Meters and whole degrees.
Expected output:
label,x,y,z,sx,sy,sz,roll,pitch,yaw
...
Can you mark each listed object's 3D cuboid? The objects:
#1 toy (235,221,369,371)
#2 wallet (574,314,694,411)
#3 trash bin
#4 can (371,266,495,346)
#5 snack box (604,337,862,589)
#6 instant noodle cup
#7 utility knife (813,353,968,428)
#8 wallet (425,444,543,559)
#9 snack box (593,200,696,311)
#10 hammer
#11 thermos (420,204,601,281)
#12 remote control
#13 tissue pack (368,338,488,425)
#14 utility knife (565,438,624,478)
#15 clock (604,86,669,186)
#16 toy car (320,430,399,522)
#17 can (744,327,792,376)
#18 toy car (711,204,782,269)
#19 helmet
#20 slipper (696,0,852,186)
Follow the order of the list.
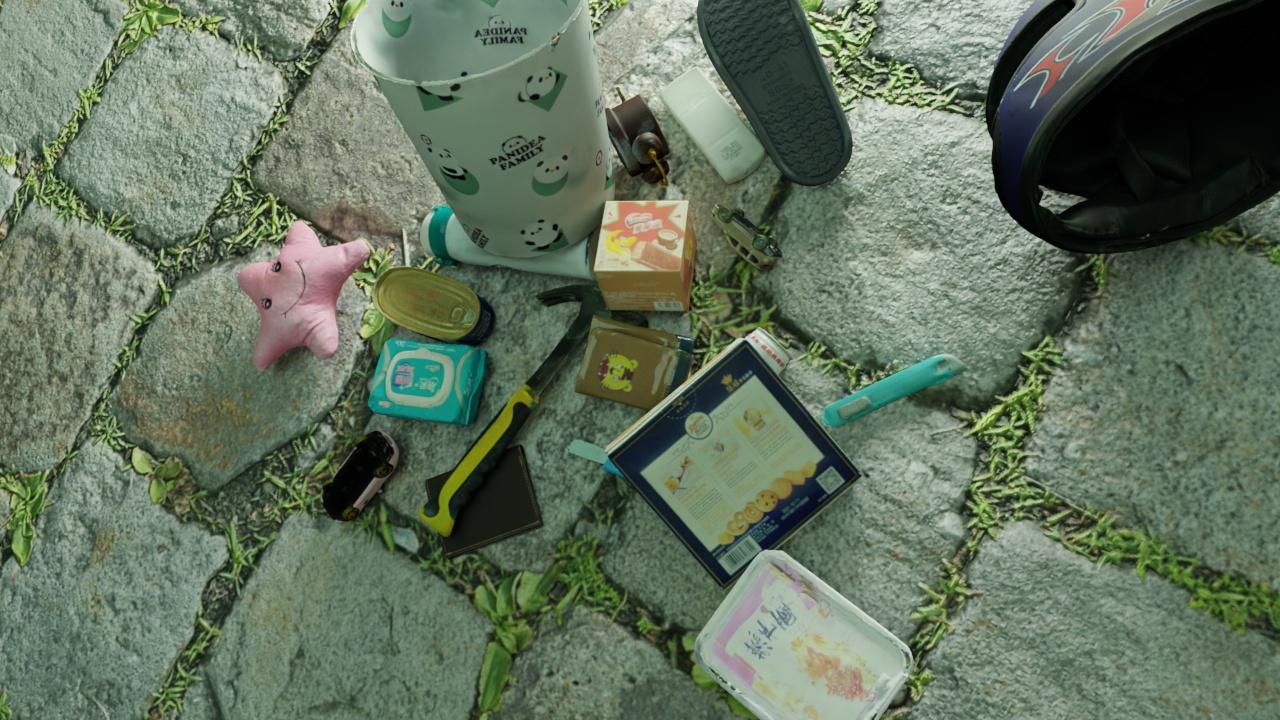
label,x,y,z,sx,sy,sz,roll,pitch,yaw
toy,-0.431,-0.077,1.132,0.179,0.074,0.194,15,82,20
wallet,-0.006,0.006,0.984,0.115,0.033,0.090,15,90,0
trash bin,-0.137,-0.256,0.947,0.230,0.252,0.229,-6,53,8
can,-0.244,-0.063,1.085,0.148,0.049,0.074,18,83,20
snack box,0.091,0.101,0.909,0.178,0.045,0.182,-40,93,5
instant noodle cup,0.154,0.281,0.874,0.173,0.060,0.138,36,89,23
utility knife,0.223,0.046,0.935,0.223,0.013,0.029,-26,70,9
wallet,-0.176,0.159,1.027,0.122,0.020,0.096,-21,75,10
snack box,0.007,-0.113,0.991,0.093,0.077,0.094,2,61,13
hammer,-0.135,0.051,1.021,0.126,0.032,0.323,35,83,23
thermos,-0.150,-0.136,1.067,0.224,0.073,0.073,9,79,19
remote control,0.083,-0.269,1.051,0.058,0.021,0.150,-36,69,6
tissue pack,-0.242,0.025,1.062,0.134,0.050,0.093,5,77,18
utility knife,0.005,0.120,0.982,0.194,0.018,0.034,17,83,21
clock,-0.001,-0.247,1.040,0.055,0.082,0.122,-29,68,2
toy car,-0.325,0.135,1.070,0.122,0.037,0.056,-49,65,14
can,0.095,0.029,0.956,0.133,0.053,0.053,-47,69,2
toy car,0.112,-0.137,0.998,0.090,0.042,0.035,46,111,16
helmet,0.435,-0.242,0.818,0.315,0.247,0.240,-24,31,4
slipper,0.148,-0.316,1.019,0.111,0.083,0.268,-25,89,12
